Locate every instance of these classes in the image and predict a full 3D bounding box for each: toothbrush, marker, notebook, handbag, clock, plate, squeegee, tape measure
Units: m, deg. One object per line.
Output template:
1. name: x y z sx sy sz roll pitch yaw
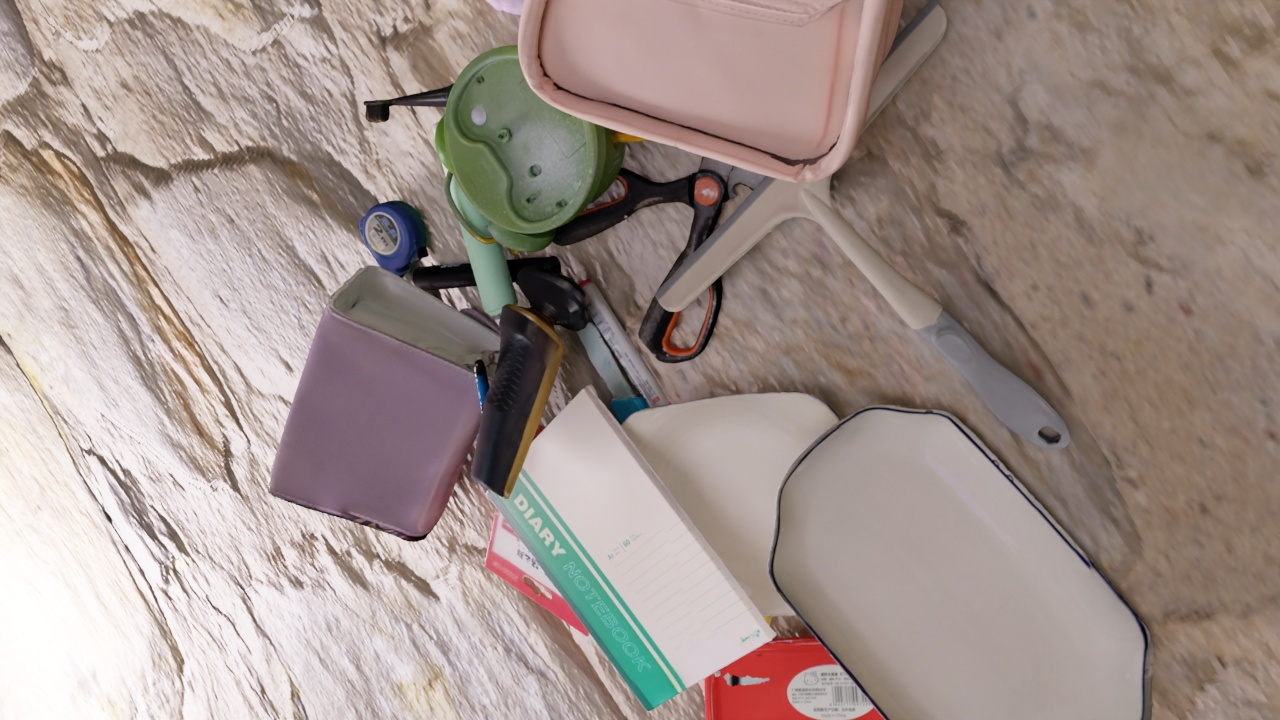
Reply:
1. toothbrush: -0.110 -0.068 0.676 0.027 0.027 0.224 -12 95 37
2. marker: -0.121 -0.066 0.710 0.132 0.020 0.022 -1 86 28
3. notebook: -0.016 0.140 0.659 0.209 0.012 0.151 52 128 10
4. handbag: 0.042 -0.210 0.443 0.193 0.093 0.235 16 148 6
5. clock: -0.077 -0.138 0.609 0.162 0.056 0.116 -33 90 35
6. plate: 0.070 0.100 0.643 0.164 0.034 0.164 -7 102 18
7. plate: 0.193 0.152 0.568 0.162 0.034 0.265 -41 85 -10
8. toothbrush: -0.111 0.062 0.707 0.016 0.014 0.190 23 143 18
9. squeegee: 0.165 -0.032 0.547 0.246 0.039 0.247 46 116 3
10. handbag: -0.199 0.041 0.742 0.145 0.098 0.197 28 120 -3
11. tape measure: -0.196 -0.100 0.735 0.055 0.025 0.058 -34 90 31
12. marker: -0.004 0.004 0.673 0.017 0.017 0.145 -33 90 33
13. toothbrush: -0.120 -0.191 0.662 0.213 0.026 0.027 2 97 28

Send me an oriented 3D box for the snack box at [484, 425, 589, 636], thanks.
1. snack box: -0.060 0.133 0.725 0.113 0.044 0.127 27 119 25

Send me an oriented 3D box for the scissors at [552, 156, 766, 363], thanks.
1. scissors: 0.027 -0.101 0.614 0.231 0.021 0.221 11 113 22

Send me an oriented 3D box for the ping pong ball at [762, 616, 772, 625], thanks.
1. ping pong ball: 0.077 0.186 0.677 0.040 0.040 0.040 10 111 25

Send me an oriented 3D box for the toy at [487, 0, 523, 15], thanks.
1. toy: -0.071 -0.278 0.598 0.084 0.038 0.108 32 118 6

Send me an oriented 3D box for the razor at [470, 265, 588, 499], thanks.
1. razor: -0.081 0.018 0.653 0.062 0.067 0.167 21 96 40

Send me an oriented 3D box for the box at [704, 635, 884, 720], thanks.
1. box: 0.153 0.258 0.663 0.202 0.099 0.112 -13 65 31

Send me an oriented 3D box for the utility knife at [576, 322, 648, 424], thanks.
1. utility knife: 0.005 0.060 0.687 0.034 0.018 0.209 -28 92 33
